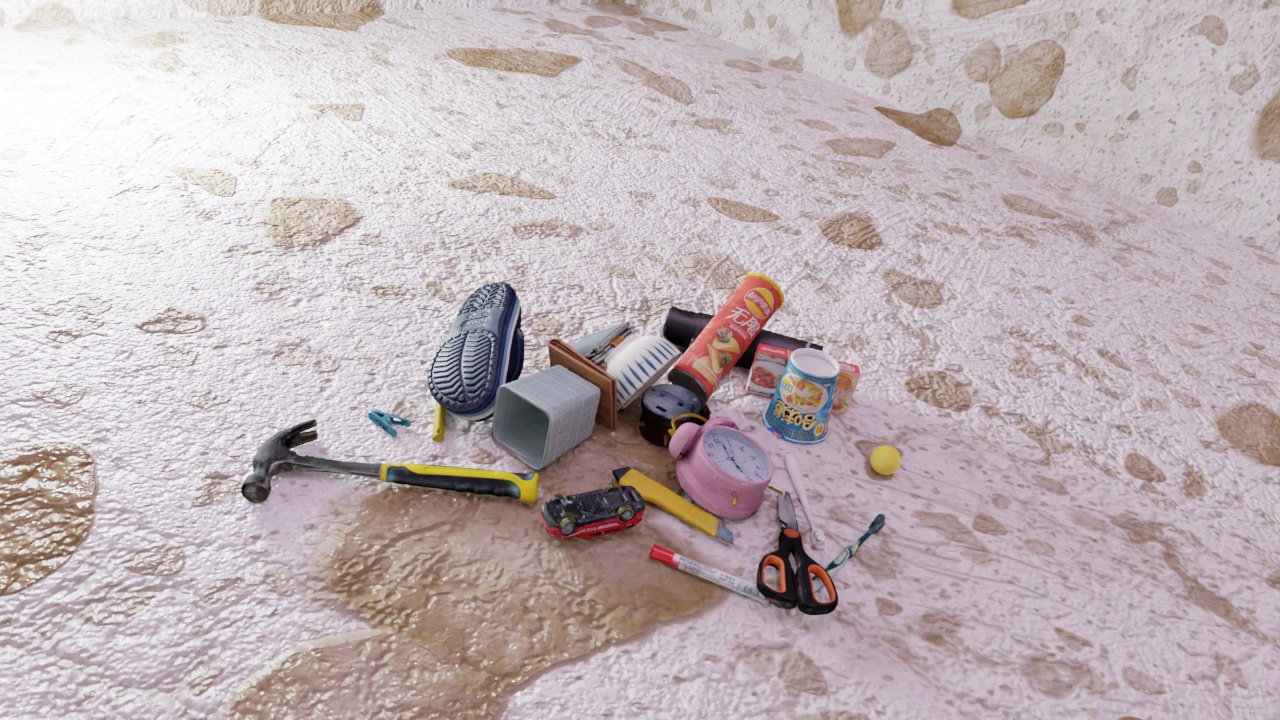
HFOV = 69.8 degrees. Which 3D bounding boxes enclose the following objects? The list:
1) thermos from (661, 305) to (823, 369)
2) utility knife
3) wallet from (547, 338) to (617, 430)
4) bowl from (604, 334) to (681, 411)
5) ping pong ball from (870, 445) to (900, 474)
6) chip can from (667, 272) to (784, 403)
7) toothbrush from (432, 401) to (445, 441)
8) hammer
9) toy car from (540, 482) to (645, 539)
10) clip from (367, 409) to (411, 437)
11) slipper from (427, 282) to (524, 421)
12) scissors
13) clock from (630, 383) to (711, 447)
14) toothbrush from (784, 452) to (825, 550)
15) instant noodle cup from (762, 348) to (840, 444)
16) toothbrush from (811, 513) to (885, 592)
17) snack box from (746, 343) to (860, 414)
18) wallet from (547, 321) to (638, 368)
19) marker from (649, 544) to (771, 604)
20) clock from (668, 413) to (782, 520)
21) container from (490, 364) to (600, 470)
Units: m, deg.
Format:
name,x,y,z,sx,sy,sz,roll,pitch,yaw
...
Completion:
name,x,y,z,sx,sy,sz,roll,pitch,yaw
thermos,0.152,-0.016,1.411,0.242,0.069,0.089,15,43,9
utility knife,0.039,0.176,1.112,0.177,0.015,0.033,28,41,23
wallet,-0.077,0.033,1.222,0.115,0.101,0.020,31,53,28
bowl,-0.007,0.007,1.254,0.066,0.117,0.116,47,39,5
ping pong ball,0.333,0.135,1.247,0.040,0.040,0.040,8,32,-5
chip can,0.126,-0.035,1.341,0.073,0.073,0.216,28,60,24
toothbrush,-0.265,0.044,1.222,0.015,0.017,0.189,4,32,-12
hammer,-0.280,0.129,1.070,0.323,0.032,0.126,7,33,-7
toy car,-0.055,0.177,1.052,0.120,0.045,0.053,-6,34,-21
clip,-0.320,0.077,1.157,0.055,0.013,0.034,26,34,18
slipper,-0.213,-0.004,1.248,0.105,0.095,0.252,-15,41,16
scissors,0.190,0.222,1.078,0.139,0.022,0.234,22,26,17
clock,0.046,0.071,1.244,0.082,0.055,0.121,27,34,25
toothbrush,0.208,0.173,1.171,0.016,0.016,0.179,8,32,-11
instant noodle cup,0.233,0.046,1.290,0.099,0.110,0.099,9,32,-6
toothbrush,0.247,0.228,1.094,0.016,0.018,0.191,31,36,29
snack box,0.239,0.028,1.354,0.153,0.075,0.025,13,32,2
wallet,-0.069,-0.010,1.318,0.107,0.037,0.129,-18,15,34
marker,0.079,0.239,1.025,0.145,0.017,0.017,19,33,12
clock,0.097,0.123,1.146,0.117,0.060,0.158,-7,44,-42
container,-0.117,0.068,1.169,0.090,0.090,0.111,29,32,26
